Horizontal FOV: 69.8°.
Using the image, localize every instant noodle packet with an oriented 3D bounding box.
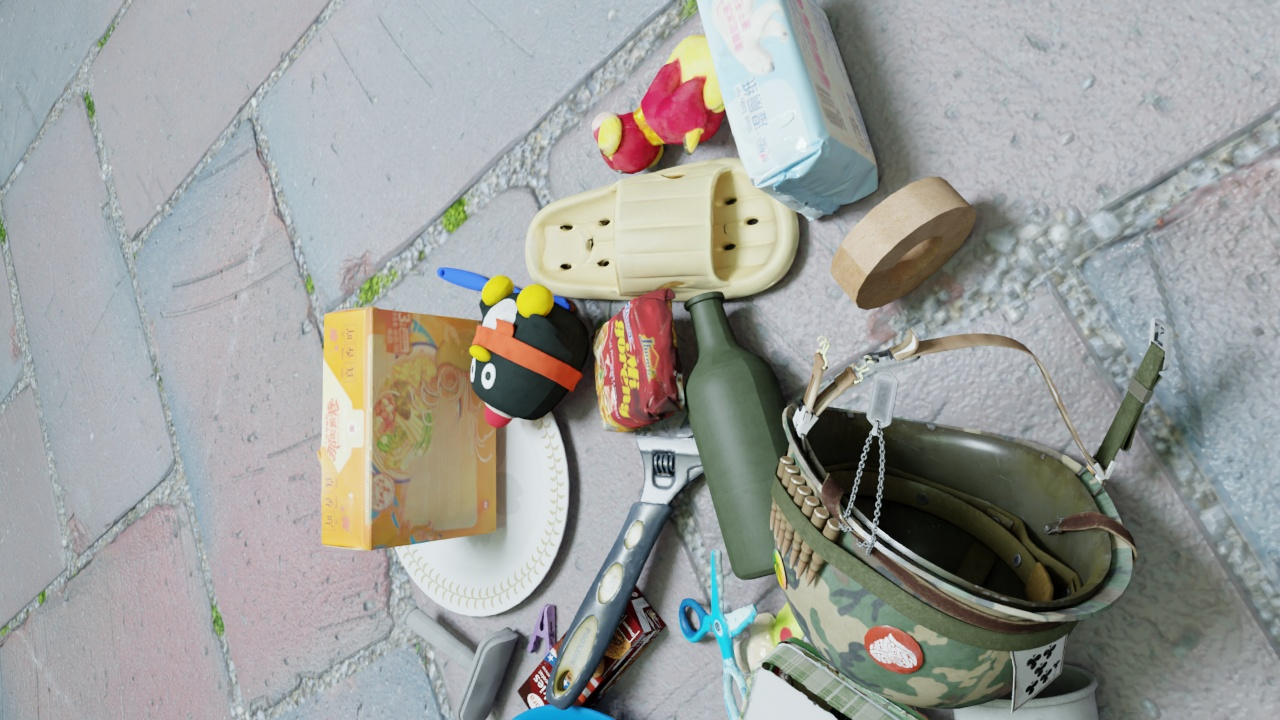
[{"bbox_3d":[-0.004,0.004,0.718,0.136,0.039,0.098,150,119,-69],"label":"instant noodle packet"}]

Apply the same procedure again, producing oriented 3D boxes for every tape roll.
[{"bbox_3d":[0.170,-0.075,0.596,0.094,0.093,0.027,-46,64,24],"label":"tape roll"}]

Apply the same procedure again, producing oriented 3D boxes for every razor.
[{"bbox_3d":[-0.174,0.263,0.843,0.116,0.047,0.088,27,103,28],"label":"razor"}]

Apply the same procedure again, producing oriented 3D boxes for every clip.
[{"bbox_3d":[-0.088,0.242,0.811,0.046,0.014,0.050,-22,78,35],"label":"clip"}]

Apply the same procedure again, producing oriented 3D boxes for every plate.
[{"bbox_3d":[-0.037,0.385,0.747,0.225,0.024,0.224,4,99,29],"label":"plate"},{"bbox_3d":[-0.157,0.116,0.863,0.243,0.016,0.242,-2,86,35],"label":"plate"}]

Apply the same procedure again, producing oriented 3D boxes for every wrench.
[{"bbox_3d":[-0.005,0.148,0.722,0.073,0.022,0.273,25,89,25],"label":"wrench"}]

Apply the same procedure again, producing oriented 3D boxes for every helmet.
[{"bbox_3d":[0.172,0.080,0.519,0.192,0.224,0.236,9,96,-8],"label":"helmet"}]

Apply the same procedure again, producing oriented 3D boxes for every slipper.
[{"bbox_3d":[-0.004,-0.104,0.732,0.262,0.079,0.111,-1,83,36],"label":"slipper"}]

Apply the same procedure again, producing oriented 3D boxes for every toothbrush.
[{"bbox_3d":[-0.130,-0.067,0.857,0.183,0.018,0.016,17,98,37],"label":"toothbrush"}]

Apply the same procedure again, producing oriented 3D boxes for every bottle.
[{"bbox_3d":[0.074,0.050,0.668,0.072,0.071,0.206,-24,75,32],"label":"bottle"}]

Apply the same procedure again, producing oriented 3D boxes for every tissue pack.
[{"bbox_3d":[0.100,-0.192,0.641,0.070,0.112,0.181,-23,74,31],"label":"tissue pack"}]

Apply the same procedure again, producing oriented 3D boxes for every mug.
[{"bbox_3d":[0.219,0.224,0.554,0.113,0.084,0.070,-12,83,42],"label":"mug"}]

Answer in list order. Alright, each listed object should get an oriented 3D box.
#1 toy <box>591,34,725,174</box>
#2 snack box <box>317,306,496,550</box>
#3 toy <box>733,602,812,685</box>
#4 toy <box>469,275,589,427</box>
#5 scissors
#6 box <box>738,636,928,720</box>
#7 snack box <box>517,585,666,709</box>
[{"bbox_3d":[0.026,-0.196,0.722,0.138,0.067,0.105,-36,45,20],"label":"toy"},{"bbox_3d":[-0.204,0.058,0.799,0.081,0.145,0.195,-3,86,35],"label":"snack box"},{"bbox_3d":[0.114,0.216,0.651,0.115,0.046,0.092,-27,78,40],"label":"toy"},{"bbox_3d":[-0.098,0.002,0.768,0.098,0.099,0.119,18,81,50],"label":"toy"},{"bbox_3d":[0.055,0.197,0.675,0.134,0.012,0.134,-158,59,-65],"label":"scissors"},{"bbox_3d":[0.112,0.295,0.614,0.118,0.050,0.206,27,119,36],"label":"box"},{"bbox_3d":[-0.043,0.249,0.766,0.051,0.031,0.141,48,114,27],"label":"snack box"}]
